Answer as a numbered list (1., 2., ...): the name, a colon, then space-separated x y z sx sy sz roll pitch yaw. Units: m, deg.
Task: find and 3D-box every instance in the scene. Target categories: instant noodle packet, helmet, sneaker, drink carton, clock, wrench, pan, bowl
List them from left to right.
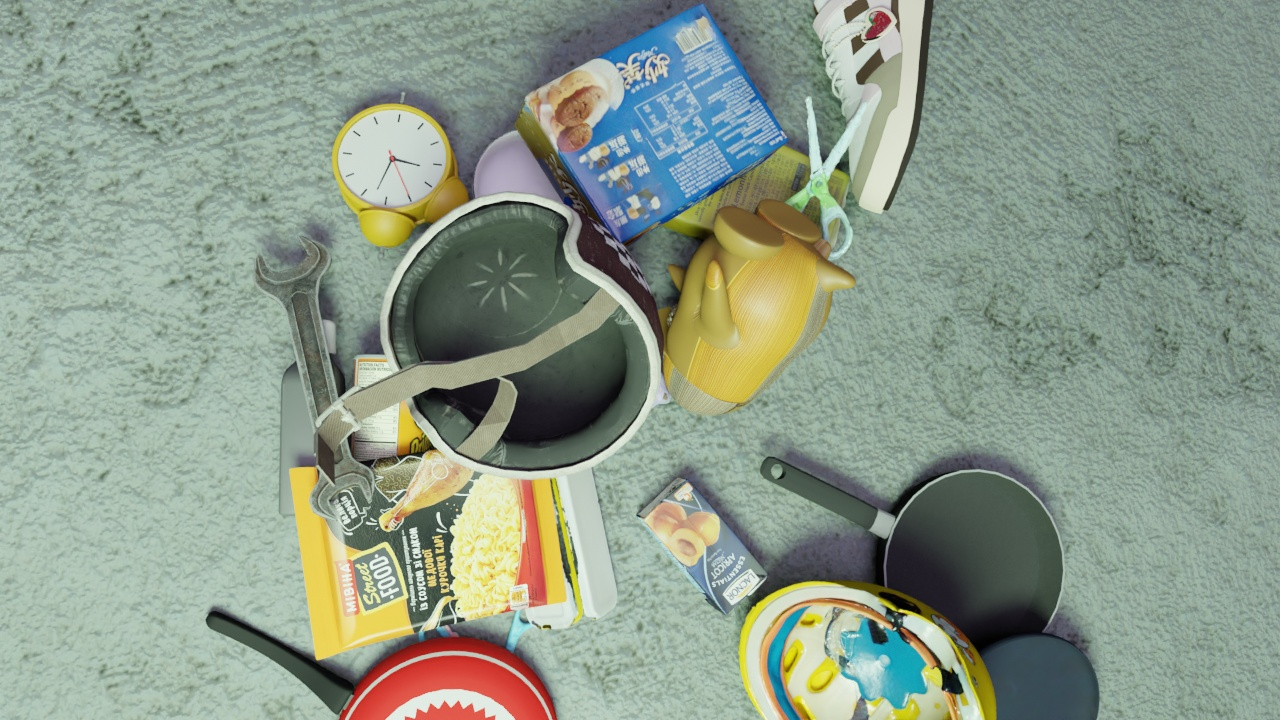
1. wrench: -0.282 0.008 0.796 0.070 0.010 0.273 -14 68 -17
2. pan: -0.240 0.327 0.842 0.356 0.067 0.209 32 86 -10
3. clock: -0.227 -0.172 0.868 0.113 0.052 0.152 -23 81 -10
4. instant noodle packet: -0.180 0.156 0.804 0.220 0.032 0.160 -8 88 -22
5. helmet: -0.102 -0.014 0.755 0.233 0.253 0.234 35 104 -33
6. bowl: -0.106 -0.161 0.890 0.113 0.063 0.113 1 86 -10
7. drink carton: 0.061 0.185 0.915 0.064 0.040 0.130 -41 95 -10
8. sneaker: 0.227 -0.296 0.940 0.116 0.112 0.293 8 80 9
9. helmet: 0.226 0.307 0.880 0.240 0.139 0.209 39 113 30
10. pan: 0.276 0.183 0.953 0.355 0.044 0.204 26 82 -8
11. pan: 0.327 0.424 0.948 0.356 0.021 0.199 -42 110 -3

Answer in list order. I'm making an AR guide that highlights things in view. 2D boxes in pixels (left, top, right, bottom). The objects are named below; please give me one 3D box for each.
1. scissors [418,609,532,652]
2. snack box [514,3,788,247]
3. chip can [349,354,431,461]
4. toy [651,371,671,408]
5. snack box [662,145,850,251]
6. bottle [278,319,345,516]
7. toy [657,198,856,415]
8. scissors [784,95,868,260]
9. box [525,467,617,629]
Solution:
1. scissors: -0.141 0.274 0.888 0.135 0.015 0.135 39 82 -12
2. snack box: 0.011 -0.213 0.856 0.202 0.069 0.155 -34 94 -18
3. chip can: -0.232 0.104 0.846 0.075 0.075 0.215 3 86 -11
4. toy: -0.005 0.005 0.915 0.080 0.036 0.099 -27 91 -18
5. snack box: 0.119 -0.166 0.944 0.181 0.045 0.121 20 81 -12
6. bottle: -0.296 0.050 0.834 0.046 0.084 0.174 0 86 -11
7. toy: 0.088 -0.041 0.871 0.162 0.204 0.198 42 35 22
8. scissors: 0.165 -0.170 0.885 0.139 0.028 0.171 -13 117 -2
9. box: -0.089 0.150 0.887 0.080 0.079 0.209 -14 87 19
